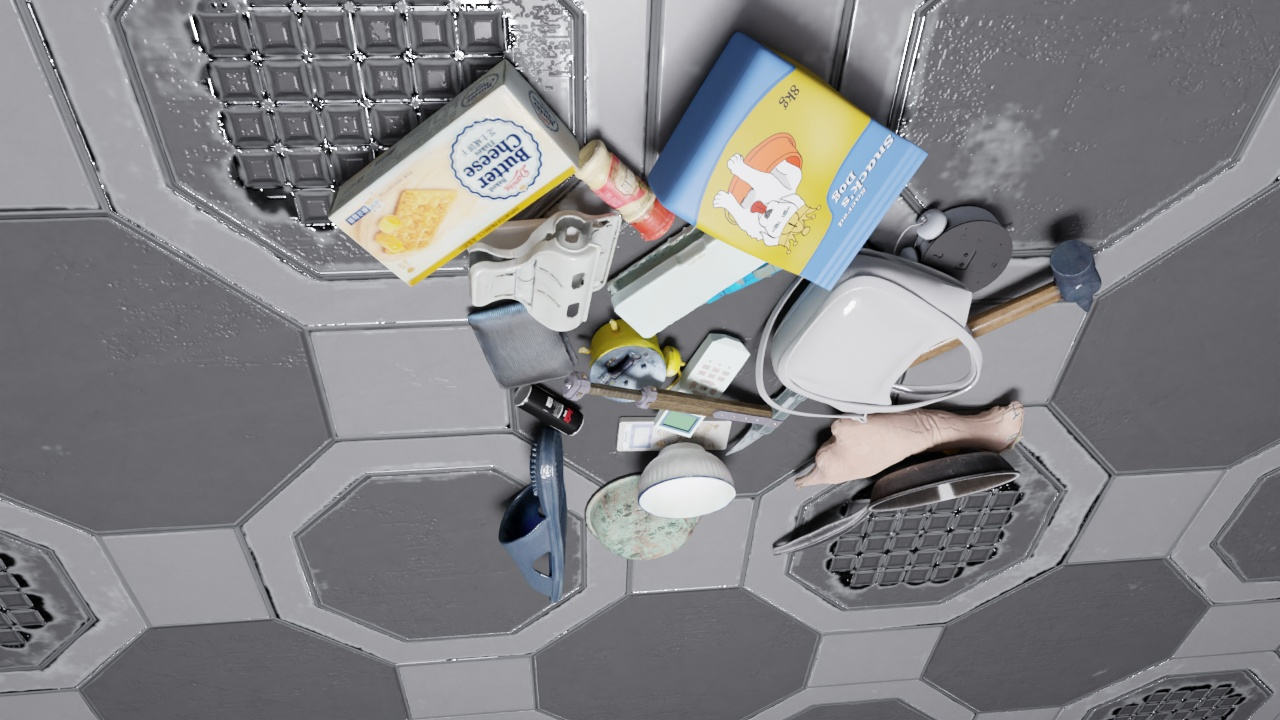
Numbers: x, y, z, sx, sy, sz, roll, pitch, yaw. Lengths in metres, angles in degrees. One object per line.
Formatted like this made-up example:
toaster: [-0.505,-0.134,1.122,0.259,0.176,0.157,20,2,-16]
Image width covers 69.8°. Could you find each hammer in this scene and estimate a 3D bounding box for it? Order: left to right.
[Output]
hammer: [0.044,0.049,1.003,0.316,0.028,0.147,11,132,-40]
hammer: [0.347,-0.025,1.024,0.322,0.040,0.129,-26,151,21]

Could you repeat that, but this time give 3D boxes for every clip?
clip: [-0.089,-0.076,0.872,0.152,0.096,0.126,-17,152,-21]

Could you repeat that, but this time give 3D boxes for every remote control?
remote control: [-0.102,-0.118,0.903,0.136,0.013,0.043,-5,132,-3]
remote control: [0.040,0.089,1.110,0.135,0.011,0.050,0,132,-8]
remote control: [0.069,0.026,1.048,0.049,0.024,0.144,18,125,-22]

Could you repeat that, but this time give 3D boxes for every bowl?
bowl: [0.007,0.212,1.197,0.157,0.038,0.158,-4,132,-4]
bowl: [0.053,0.140,1.111,0.118,0.062,0.118,-3,147,-2]

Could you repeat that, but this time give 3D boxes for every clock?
clock: [-0.006,0.006,0.998,0.118,0.057,0.083,33,120,-31]
clock: [0.321,-0.115,0.950,0.122,0.035,0.095,8,130,-13]

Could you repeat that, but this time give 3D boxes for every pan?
pan: [0.312,0.189,1.188,0.358,0.055,0.187,-26,157,37]

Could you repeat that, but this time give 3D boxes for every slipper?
slipper: [-0.133,0.189,1.127,0.082,0.101,0.264,2,126,1]

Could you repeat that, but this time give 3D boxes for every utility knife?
utility knife: [0.117,-0.090,0.958,0.179,0.015,0.031,-25,126,16]

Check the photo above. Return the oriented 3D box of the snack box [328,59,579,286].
snack box: [-0.166,-0.163,0.825,0.208,0.057,0.104,-31,128,19]

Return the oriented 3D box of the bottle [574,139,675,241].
bottle: [-0.016,-0.159,0.860,0.044,0.044,0.109,-37,126,23]

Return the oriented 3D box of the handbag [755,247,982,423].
handbag: [0.258,-0.010,0.981,0.222,0.095,0.216,21,128,-18]

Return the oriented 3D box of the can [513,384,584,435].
can: [-0.104,0.056,1.046,0.080,0.031,0.032,33,120,-31]

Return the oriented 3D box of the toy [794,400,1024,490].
toy: [0.339,0.106,1.143,0.264,0.065,0.197,3,143,-20]

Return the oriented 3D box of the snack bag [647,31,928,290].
snack bag: [0.134,-0.166,0.811,0.205,0.102,0.159,25,111,-22]

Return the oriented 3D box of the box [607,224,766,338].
box: [0.065,-0.097,0.924,0.199,0.066,0.083,-34,112,18]

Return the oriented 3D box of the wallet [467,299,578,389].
wallet: [-0.124,-0.017,0.983,0.089,0.026,0.115,-14,132,7]
